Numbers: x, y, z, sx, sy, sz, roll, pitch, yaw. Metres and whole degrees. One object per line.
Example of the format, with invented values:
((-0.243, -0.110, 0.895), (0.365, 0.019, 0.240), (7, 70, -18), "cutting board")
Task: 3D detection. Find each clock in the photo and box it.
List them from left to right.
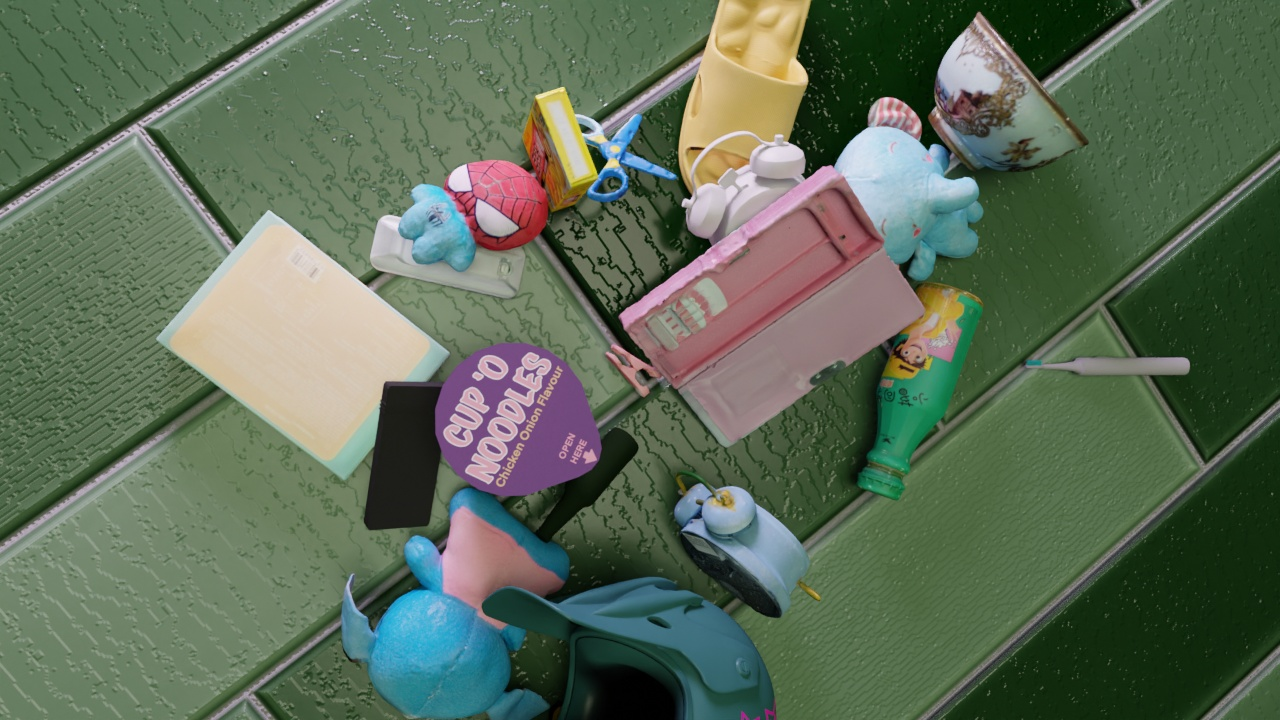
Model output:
((0.085, 0.164, 0.832), (0.060, 0.118, 0.162), (-46, 105, -19), "clock")
((0.105, -0.138, 0.833), (0.120, 0.061, 0.159), (-34, 122, 10), "clock")

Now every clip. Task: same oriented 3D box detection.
((-0.009, 0.013, 0.859), (0.059, 0.023, 0.045), (15, 86, -17), "clip")

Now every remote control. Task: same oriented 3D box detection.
((-0.202, 0.083, 0.795), (0.058, 0.013, 0.133), (3, 107, -35), "remote control")
((-0.171, -0.092, 0.821), (0.133, 0.022, 0.050), (12, 88, -11), "remote control")

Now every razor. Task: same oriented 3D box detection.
((-0.082, 0.387, 0.847), (0.044, 0.021, 0.144), (7, 90, -29), "razor")

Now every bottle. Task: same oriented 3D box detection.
((-0.050, 0.113, 0.826), (0.033, 0.033, 0.122), (46, 64, -9), "bottle")
((0.265, 0.031, 0.889), (0.068, 0.068, 0.209), (22, 86, -11), "bottle")

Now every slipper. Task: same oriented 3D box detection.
((0.102, -0.264, 0.847), (0.099, 0.078, 0.263), (13, 91, -8), "slipper")

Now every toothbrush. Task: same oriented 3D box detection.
((0.487, 0.006, 0.959), (0.188, 0.018, 0.019), (0, 93, -12), "toothbrush")

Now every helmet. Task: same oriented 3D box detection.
((-0.006, 0.280, 0.764), (0.274, 0.177, 0.200), (21, 67, -38), "helmet")

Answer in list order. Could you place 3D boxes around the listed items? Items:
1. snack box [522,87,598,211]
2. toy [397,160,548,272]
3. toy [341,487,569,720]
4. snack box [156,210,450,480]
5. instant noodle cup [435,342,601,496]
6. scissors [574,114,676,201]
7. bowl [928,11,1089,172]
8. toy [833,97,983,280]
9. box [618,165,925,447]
((-0.070, -0.173, 0.775), (0.025, 0.152, 0.075), (-22, 96, -10), "snack box")
((-0.145, -0.129, 0.799), (0.132, 0.062, 0.092), (-28, 68, -22), "toy")
((-0.143, 0.226, 0.802), (0.224, 0.099, 0.191), (39, 72, -17), "toy")
((-0.284, -0.012, 0.788), (0.193, 0.044, 0.141), (39, 84, -9), "snack box")
((-0.106, 0.049, 0.786), (0.137, 0.122, 0.122), (27, 85, -11), "instant noodle cup")
((-0.026, -0.187, 0.829), (0.126, 0.013, 0.125), (26, 53, 4), "scissors")
((0.335, -0.237, 0.874), (0.160, 0.159, 0.094), (45, 119, -9), "bowl")
((0.265, -0.148, 0.872), (0.180, 0.115, 0.183), (14, 82, -22), "toy")
((0.120, -0.043, 0.835), (0.233, 0.040, 0.179), (-34, 118, 10), "box")
